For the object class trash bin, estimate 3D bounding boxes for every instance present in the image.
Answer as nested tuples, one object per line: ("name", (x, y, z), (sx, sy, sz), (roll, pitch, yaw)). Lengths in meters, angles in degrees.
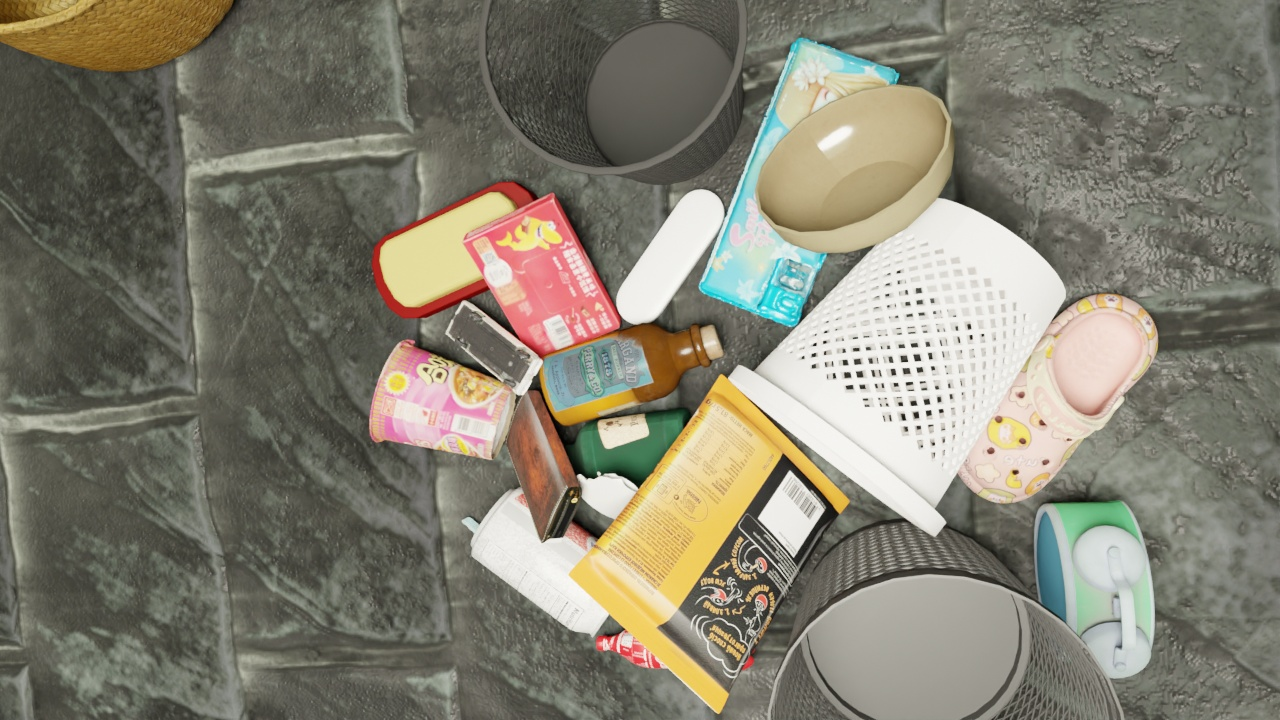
("trash bin", (0.212, 0.236, 0.689), (0.218, 0.227, 0.218), (1, 93, 12))
("trash bin", (0.206, -0.005, 0.708), (0.195, 0.195, 0.199), (38, 90, 7))
("trash bin", (0.000, -0.223, 0.714), (0.184, 0.210, 0.184), (1, 93, 12))

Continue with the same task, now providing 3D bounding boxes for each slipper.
("slipper", (0.329, 0.029, 0.729), (0.093, 0.081, 0.197), (40, 98, 8))

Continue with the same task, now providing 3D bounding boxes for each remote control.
("remote control", (0.027, -0.091, 0.817), (0.043, 0.013, 0.136), (36, 100, 7))

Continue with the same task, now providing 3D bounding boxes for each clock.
("clock", (0.348, 0.171, 0.691), (0.075, 0.161, 0.122), (-4, 92, 13))

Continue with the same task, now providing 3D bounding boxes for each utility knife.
("utility knife", (-0.120, 0.189, 0.866), (0.126, 0.015, 0.022), (40, 105, 10))

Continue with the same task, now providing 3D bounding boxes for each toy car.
("toy car", (-0.129, -0.011, 0.826), (0.113, 0.039, 0.039), (35, 100, 32))

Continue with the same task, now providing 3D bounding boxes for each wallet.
("wallet", (-0.086, 0.091, 0.796), (0.072, 0.019, 0.123), (-65, 36, 33))

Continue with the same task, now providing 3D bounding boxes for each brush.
("brush", (-0.167, -0.100, 0.842), (0.173, 0.041, 0.082), (-22, 89, 12))

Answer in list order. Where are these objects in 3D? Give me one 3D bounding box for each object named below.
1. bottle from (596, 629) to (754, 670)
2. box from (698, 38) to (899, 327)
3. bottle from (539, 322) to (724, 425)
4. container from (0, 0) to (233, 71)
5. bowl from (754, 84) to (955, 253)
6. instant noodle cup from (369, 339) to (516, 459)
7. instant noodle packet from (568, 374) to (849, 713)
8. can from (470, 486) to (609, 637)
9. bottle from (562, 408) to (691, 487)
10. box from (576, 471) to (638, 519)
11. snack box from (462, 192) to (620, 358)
("bottle", (0.030, 0.255, 0.823), (0.142, 0.042, 0.042), (-3, 93, 12))
("box", (0.132, -0.148, 0.777), (0.094, 0.041, 0.227), (23, 98, 10))
("bottle", (-0.005, 0.005, 0.802), (0.157, 0.067, 0.068), (-17, 90, 12))
("container", (-0.516, -0.417, 0.819), (0.307, 0.196, 0.307), (1, 94, 10))
("bowl", (0.167, -0.137, 0.697), (0.152, 0.152, 0.050), (-33, 131, 12))
("instant noodle cup", (-0.174, 0.042, 0.832), (0.108, 0.097, 0.098), (17, 97, 2))
("instant noodle packet", (0.064, 0.140, 0.740), (0.160, 0.032, 0.220), (44, 61, -8))
("can", (-0.079, 0.180, 0.823), (0.136, 0.078, 0.078), (35, 99, 8))
("bottle", (-0.020, 0.081, 0.813), (0.131, 0.061, 0.061), (-8, 94, 12))
("box", (0.012, 0.160, 0.773), (0.084, 0.141, 0.140), (-25, 65, 53))
("snack box", (-0.085, -0.070, 0.808), (0.089, 0.021, 0.133), (-22, 116, 12))
